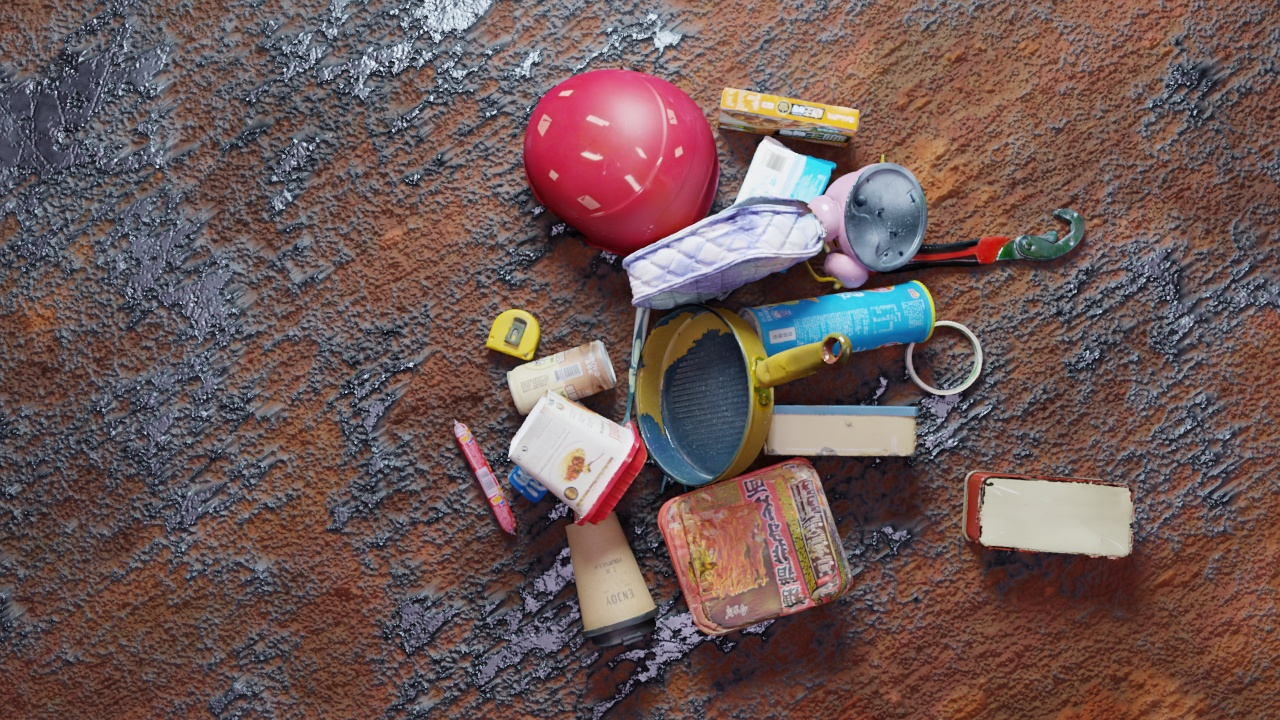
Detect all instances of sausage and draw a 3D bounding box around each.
[{"bbox_3d":[-0.183,0.137,1.084,0.020,0.020,0.156,-27,88,2],"label":"sausage"}]

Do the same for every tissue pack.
[{"bbox_3d":[0.156,-0.179,1.051,0.090,0.063,0.140,23,89,4],"label":"tissue pack"}]

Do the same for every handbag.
[{"bbox_3d":[0.083,-0.113,0.974,0.194,0.134,0.075,-18,82,43],"label":"handbag"}]

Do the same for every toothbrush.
[{"bbox_3d":[-0.006,0.006,1.078,0.016,0.018,0.191,9,91,2],"label":"toothbrush"}]

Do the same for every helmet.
[{"bbox_3d":[-0.029,-0.232,1.024,0.240,0.144,0.207,22,92,4],"label":"helmet"}]

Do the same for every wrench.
[{"bbox_3d":[0.377,-0.129,1.064,0.273,0.016,0.056,-9,85,2],"label":"wrench"}]

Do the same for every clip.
[{"bbox_3d":[0.039,0.130,1.077,0.033,0.013,0.054,-1,91,2],"label":"clip"}]

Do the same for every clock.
[{"bbox_3d":[0.240,-0.147,1.011,0.158,0.060,0.117,-38,112,-18],"label":"clock"}]

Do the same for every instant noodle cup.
[{"bbox_3d":[0.127,0.209,1.039,0.189,0.079,0.164,-18,88,1],"label":"instant noodle cup"},{"bbox_3d":[-0.072,0.101,1.009,0.124,0.116,0.117,34,95,-9],"label":"instant noodle cup"}]

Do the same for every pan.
[{"bbox_3d":[0.097,0.022,0.925,0.078,0.358,0.197,0,79,-36],"label":"pan"}]

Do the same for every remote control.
[{"bbox_3d":[-0.099,0.107,1.078,0.049,0.024,0.125,42,92,2],"label":"remote control"}]

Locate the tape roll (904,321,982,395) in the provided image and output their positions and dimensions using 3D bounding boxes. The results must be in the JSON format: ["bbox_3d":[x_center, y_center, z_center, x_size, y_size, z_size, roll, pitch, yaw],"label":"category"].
[{"bbox_3d":[0.352,-0.003,1.064,0.086,0.014,0.086,0,89,3],"label":"tape roll"}]

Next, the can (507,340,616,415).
[{"bbox_3d":[-0.091,0.021,1.062,0.116,0.058,0.058,-19,88,2],"label":"can"}]

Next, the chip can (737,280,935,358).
[{"bbox_3d":[0.215,-0.039,1.016,0.210,0.071,0.071,-9,89,-13],"label":"chip can"}]

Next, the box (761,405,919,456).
[{"bbox_3d":[0.226,0.078,1.033,0.184,0.090,0.060,-2,88,0],"label":"box"}]

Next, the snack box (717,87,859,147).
[{"bbox_3d":[0.166,-0.276,1.046,0.154,0.075,0.026,10,88,3],"label":"snack box"}]

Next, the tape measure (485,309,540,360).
[{"bbox_3d":[-0.148,-0.031,1.080,0.060,0.029,0.057,18,89,2],"label":"tape measure"}]

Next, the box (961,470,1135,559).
[{"bbox_3d":[0.457,0.174,1.026,0.168,0.076,0.091,4,89,3],"label":"box"}]

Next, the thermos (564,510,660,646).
[{"bbox_3d":[-0.037,0.248,1.045,0.093,0.093,0.143,-17,81,2],"label":"thermos"}]
